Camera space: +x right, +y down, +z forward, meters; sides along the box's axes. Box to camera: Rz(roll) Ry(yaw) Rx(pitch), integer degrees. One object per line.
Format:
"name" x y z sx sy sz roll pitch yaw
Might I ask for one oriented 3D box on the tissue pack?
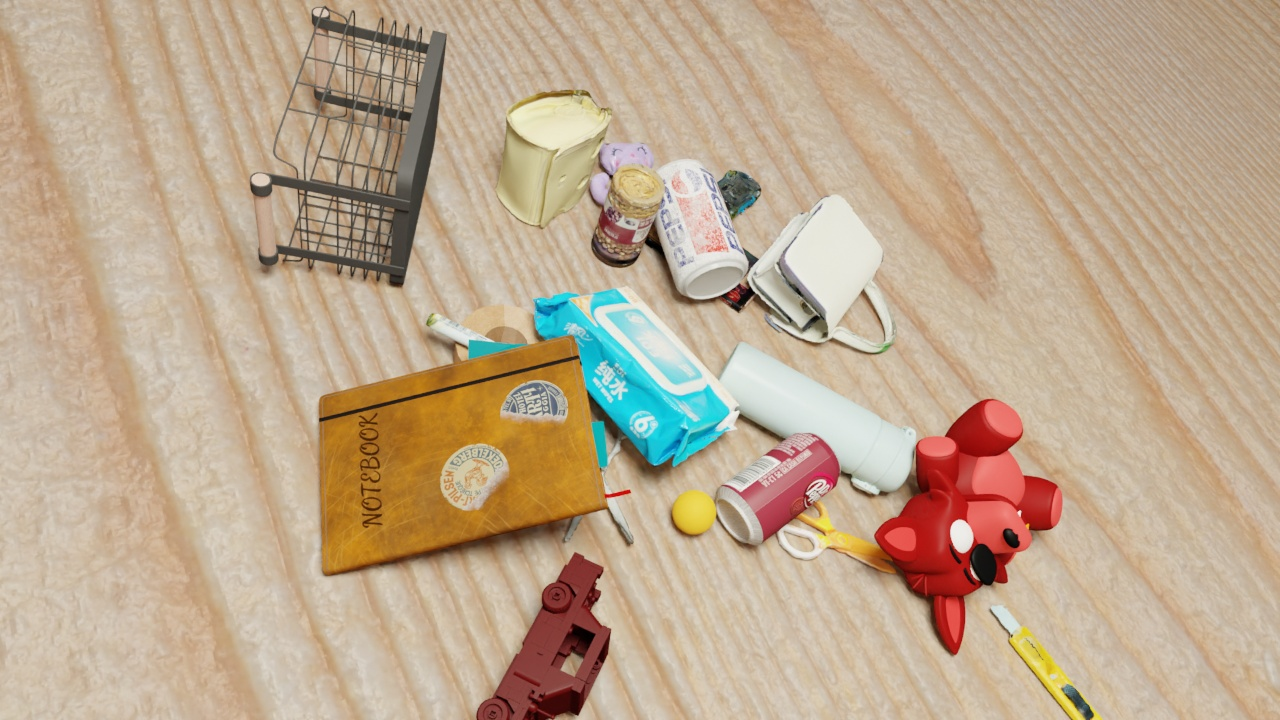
"tissue pack" -0.005 0.005 0.872 0.209 0.066 0.116 47 30 17

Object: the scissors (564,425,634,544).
"scissors" -0.032 0.096 0.854 0.141 0.014 0.171 41 54 14

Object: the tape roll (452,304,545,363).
"tape roll" -0.131 -0.008 0.880 0.094 0.027 0.093 8 56 -13

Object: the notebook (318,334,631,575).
"notebook" -0.148 0.067 0.774 0.249 0.014 0.178 -14 61 2

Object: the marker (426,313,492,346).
"marker" -0.130 -0.007 0.851 0.146 0.017 0.017 27 54 0

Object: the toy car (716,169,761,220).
"toy car" 0.102 -0.187 1.070 0.048 0.032 0.105 38 47 10

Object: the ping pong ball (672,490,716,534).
"ping pong ball" 0.049 0.138 0.835 0.040 0.040 0.040 8 56 -13

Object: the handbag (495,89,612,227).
"handbag" -0.091 -0.220 0.976 0.111 0.120 0.081 -35 72 -32

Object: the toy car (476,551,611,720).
"toy car" -0.068 0.240 0.712 0.062 0.070 0.169 22 53 11

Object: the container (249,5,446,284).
"container" -0.273 -0.206 0.881 0.130 0.163 0.240 10 56 -12

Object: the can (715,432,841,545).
"can" 0.128 0.118 0.852 0.114 0.063 0.063 -31 72 -24

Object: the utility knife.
"utility knife" 0.389 0.302 0.856 0.030 0.017 0.175 -21 63 -38

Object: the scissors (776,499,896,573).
"scissors" 0.188 0.177 0.872 0.131 0.013 0.073 29 55 3

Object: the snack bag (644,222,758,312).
"snack bag" 0.071 -0.122 1.025 0.155 0.018 0.074 38 56 9

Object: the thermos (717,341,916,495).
"thermos" 0.174 0.058 0.912 0.207 0.065 0.078 29 91 2

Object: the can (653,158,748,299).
"can" 0.058 -0.139 0.974 0.078 0.078 0.136 -8 65 -22

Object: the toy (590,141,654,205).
"toy" -0.020 -0.212 1.045 0.080 0.037 0.099 -2 60 -14

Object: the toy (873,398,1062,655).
"toy" 0.308 0.150 0.866 0.196 0.121 0.158 -47 112 -32

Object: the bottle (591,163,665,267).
"bottle" -0.014 -0.151 0.963 0.056 0.105 0.056 8 56 -13

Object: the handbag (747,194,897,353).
"handbag" 0.215 -0.075 1.023 0.176 0.074 0.150 46 56 -9
